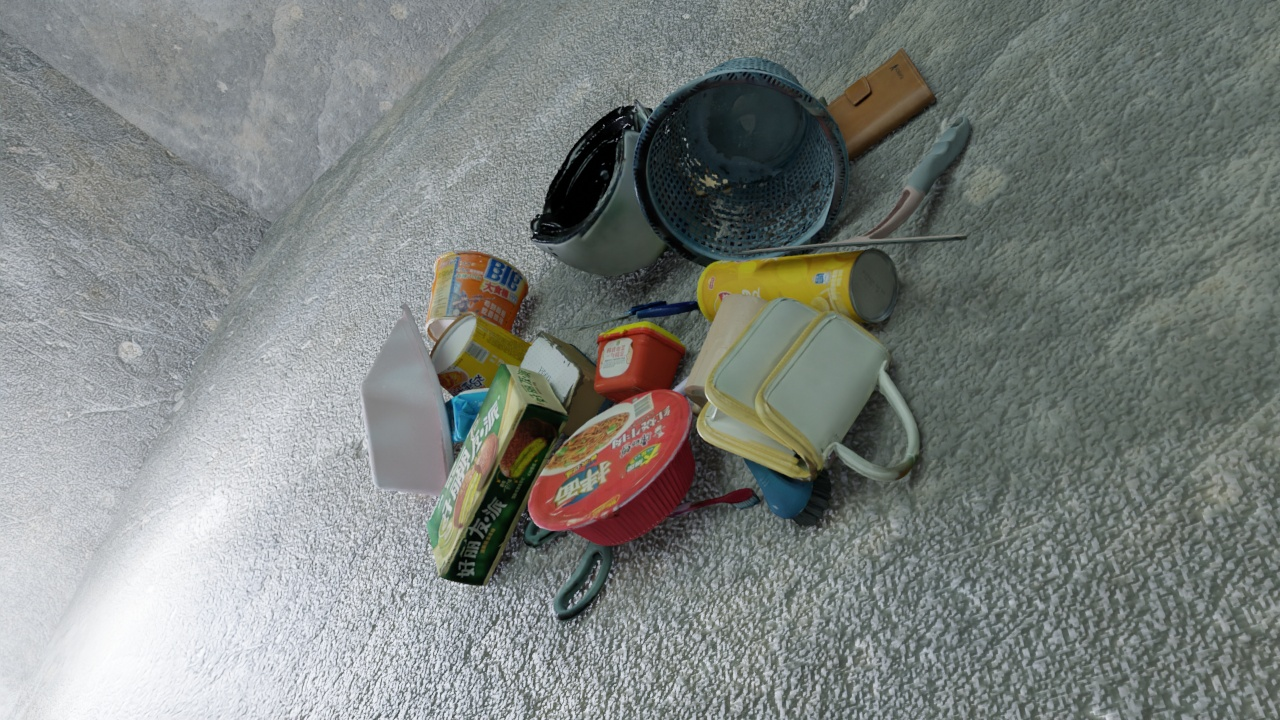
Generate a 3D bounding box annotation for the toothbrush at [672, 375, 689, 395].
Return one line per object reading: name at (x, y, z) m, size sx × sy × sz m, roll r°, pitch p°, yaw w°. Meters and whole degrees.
toothbrush at (0.005, 0.071, 1.014) m, size 0.189 × 0.021 × 0.029 m, roll -43°, pitch -1°, yaw 11°

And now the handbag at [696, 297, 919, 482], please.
handbag at (0.156, 0.028, 0.771) m, size 0.179 × 0.063 × 0.162 m, roll 24°, pitch 48°, yaw 22°

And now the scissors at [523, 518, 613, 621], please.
scissors at (-0.074, 0.192, 0.984) m, size 0.180 × 0.019 × 0.170 m, roll -3°, pitch 55°, yaw 48°

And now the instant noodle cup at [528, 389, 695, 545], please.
instant noodle cup at (-0.016, 0.115, 0.915) m, size 0.194 × 0.066 × 0.193 m, roll -31°, pitch 24°, yaw 15°

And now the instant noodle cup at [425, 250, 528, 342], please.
instant noodle cup at (-0.255, -0.080, 1.399) m, size 0.152 × 0.151 × 0.111 m, roll -17°, pitch 52°, yaw 43°

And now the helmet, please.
helmet at (-0.025, -0.210, 1.218) m, size 0.230 × 0.157 × 0.273 m, roll -46°, pitch 21°, yaw 16°

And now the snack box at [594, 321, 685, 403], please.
snack box at (-0.006, 0.006, 1.041) m, size 0.091 × 0.082 × 0.080 m, roll -10°, pitch 59°, yaw 48°

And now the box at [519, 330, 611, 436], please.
box at (-0.095, 0.031, 1.138) m, size 0.090 × 0.059 × 0.184 m, roll -60°, pitch 32°, yaw 8°

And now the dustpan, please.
dustpan at (-0.286, 0.075, 1.264) m, size 0.139 × 0.223 × 0.272 m, roll 3°, pitch 30°, yaw 5°

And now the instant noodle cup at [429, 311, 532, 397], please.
instant noodle cup at (-0.227, 0.005, 1.297) m, size 0.138 × 0.109 × 0.137 m, roll -34°, pitch 35°, yaw 28°

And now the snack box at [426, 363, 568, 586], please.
snack box at (-0.171, 0.134, 1.073) m, size 0.240 × 0.063 × 0.114 m, roll -63°, pitch 29°, yaw 14°

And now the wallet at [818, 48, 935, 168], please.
wallet at (0.262, -0.290, 1.053) m, size 0.131 × 0.035 × 0.118 m, roll -36°, pitch 41°, yaw 24°

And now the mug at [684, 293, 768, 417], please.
mug at (0.093, 0.004, 0.923) m, size 0.103 × 0.084 × 0.125 m, roll -64°, pitch 9°, yaw -18°

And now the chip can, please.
chip can at (0.151, -0.070, 0.923) m, size 0.214 × 0.072 × 0.072 m, roll 4°, pitch 60°, yaw 53°

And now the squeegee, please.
squeegee at (0.255, -0.161, 0.877) m, size 0.248 × 0.040 × 0.248 m, roll -44°, pitch 27°, yaw -28°

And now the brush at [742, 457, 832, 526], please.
brush at (0.119, 0.078, 0.802) m, size 0.055 × 0.073 × 0.143 m, roll -50°, pitch 26°, yaw 29°

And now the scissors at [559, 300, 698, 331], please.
scissors at (-0.014, -0.053, 1.082) m, size 0.165 × 0.012 × 0.157 m, roll -7°, pitch 10°, yaw 2°

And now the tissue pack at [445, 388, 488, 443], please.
tissue pack at (-0.201, 0.069, 1.173) m, size 0.140 × 0.090 × 0.063 m, roll 159°, pitch 105°, yaw -70°

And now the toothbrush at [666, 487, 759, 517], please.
toothbrush at (0.035, 0.148, 0.887) m, size 0.188 × 0.017 × 0.016 m, roll -20°, pitch 39°, yaw 37°

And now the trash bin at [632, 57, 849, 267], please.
trash bin at (0.118, -0.244, 1.038) m, size 0.227 × 0.226 × 0.194 m, roll -32°, pitch 23°, yaw 28°

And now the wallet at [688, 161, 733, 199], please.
wallet at (0.104, -0.262, 1.236) m, size 0.087 × 0.024 × 0.115 m, roll -12°, pitch 49°, yaw 40°
